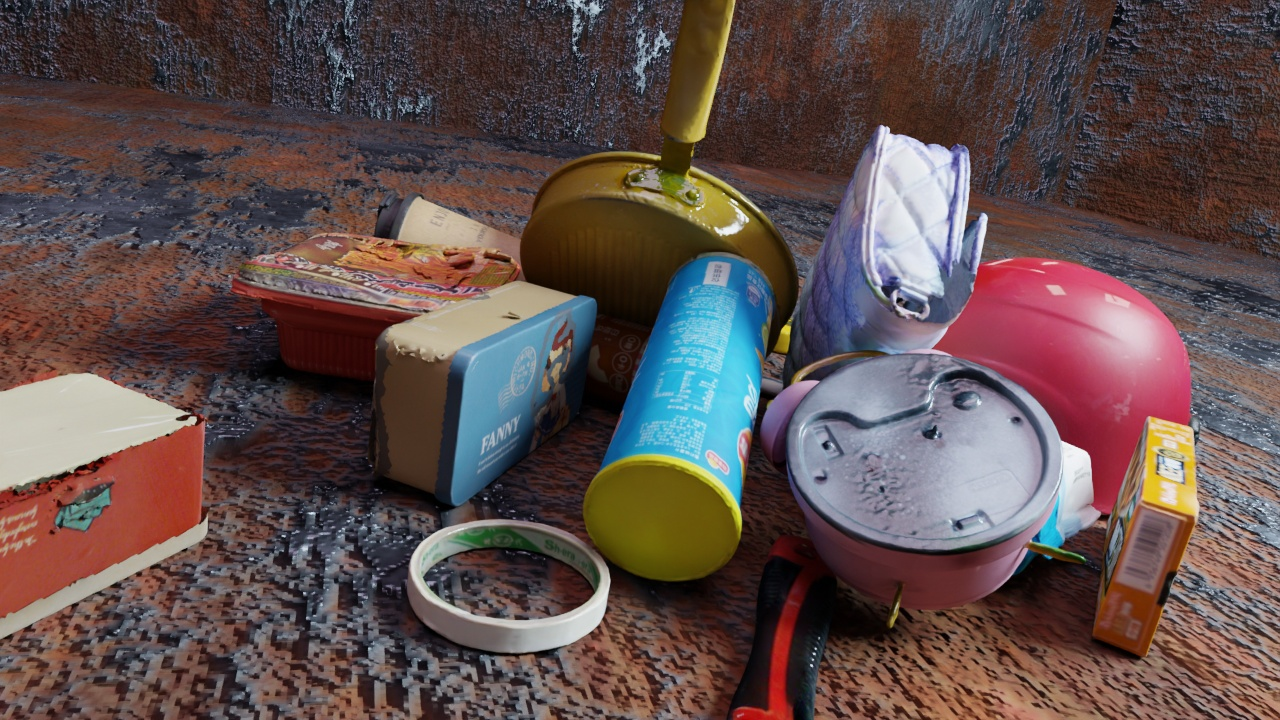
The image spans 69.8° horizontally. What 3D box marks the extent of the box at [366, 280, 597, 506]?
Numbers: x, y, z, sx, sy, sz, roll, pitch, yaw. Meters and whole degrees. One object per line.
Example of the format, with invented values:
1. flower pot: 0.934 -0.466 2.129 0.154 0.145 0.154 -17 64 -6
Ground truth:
1. box: -0.086 0.012 0.518 0.060 0.090 0.183 15 21 14

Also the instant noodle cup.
1. instant noodle cup: -0.177 -0.039 0.646 0.164 0.079 0.188 9 19 -1

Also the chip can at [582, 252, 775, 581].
1. chip can: 0.029 0.018 0.490 0.071 0.071 0.209 11 33 7

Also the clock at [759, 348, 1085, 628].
1. clock: 0.122 0.045 0.436 0.117 0.060 0.158 -17 43 -5

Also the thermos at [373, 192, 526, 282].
1. thermos: -0.160 -0.089 0.806 0.143 0.093 0.093 16 17 -3

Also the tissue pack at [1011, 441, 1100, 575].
1. tissue pack: 0.176 0.065 0.515 0.140 0.063 0.089 24 22 37

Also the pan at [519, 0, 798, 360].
1. pan: 0.021 -0.114 0.582 0.198 0.358 0.078 19 58 7

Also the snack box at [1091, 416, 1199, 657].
1. snack box: 0.263 0.084 0.477 0.026 0.075 0.153 19 20 25

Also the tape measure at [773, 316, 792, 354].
1. tape measure: 0.135 -0.026 0.838 0.057 0.029 0.059 21 22 33

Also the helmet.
1. helmet: 0.289 -0.001 0.657 0.207 0.144 0.239 20 20 37

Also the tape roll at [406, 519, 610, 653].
1. tape roll: -0.056 0.094 0.394 0.086 0.014 0.085 8 17 -3

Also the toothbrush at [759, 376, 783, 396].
1. toothbrush: 0.053 0.004 0.722 0.192 0.018 0.016 16 19 25

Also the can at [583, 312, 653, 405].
1. can: -0.004 0.004 0.630 0.147 0.058 0.057 16 19 22

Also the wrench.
1. wrench: 0.054 0.129 0.336 0.056 0.016 0.272 15 18 6

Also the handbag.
1. handbag: 0.146 -0.042 0.573 0.075 0.134 0.194 15 -23 3

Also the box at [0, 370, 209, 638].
1. box: -0.253 0.050 0.337 0.091 0.076 0.168 16 18 19
